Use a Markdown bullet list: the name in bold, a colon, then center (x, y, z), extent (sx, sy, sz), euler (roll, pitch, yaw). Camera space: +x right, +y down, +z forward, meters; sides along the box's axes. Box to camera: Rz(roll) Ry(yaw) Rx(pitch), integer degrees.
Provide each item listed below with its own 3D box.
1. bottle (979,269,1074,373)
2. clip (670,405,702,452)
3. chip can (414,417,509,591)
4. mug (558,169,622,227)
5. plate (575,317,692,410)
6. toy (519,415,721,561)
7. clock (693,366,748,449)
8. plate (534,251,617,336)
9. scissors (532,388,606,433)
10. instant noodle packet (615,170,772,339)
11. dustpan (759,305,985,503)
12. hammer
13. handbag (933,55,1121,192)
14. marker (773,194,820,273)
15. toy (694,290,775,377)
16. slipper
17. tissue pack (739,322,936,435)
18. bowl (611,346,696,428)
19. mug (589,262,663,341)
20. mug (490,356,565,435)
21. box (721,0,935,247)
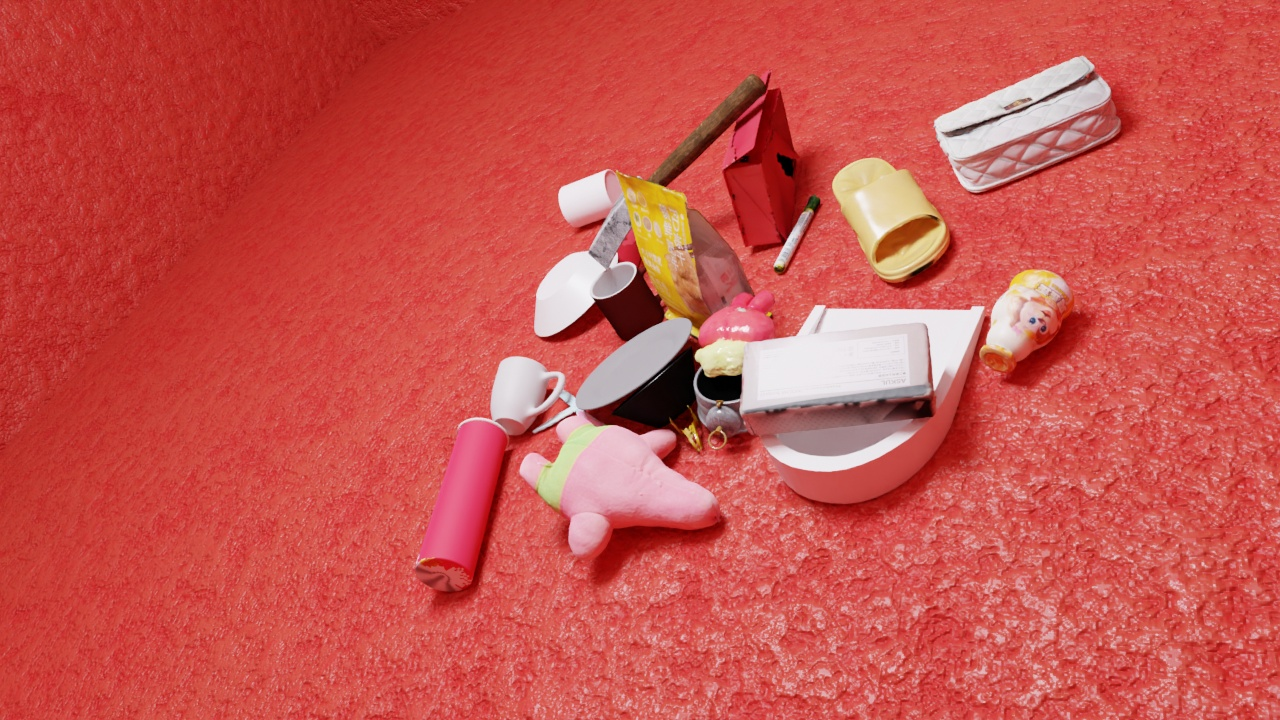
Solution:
- **bottle**: center (0.374, -0.037, 0.896), extent (0.063, 0.063, 0.108), euler (17, 59, 49)
- **clip**: center (0.055, 0.080, 1.044), extent (0.048, 0.054, 0.046), euler (10, 74, 18)
- **chip can**: center (-0.217, 0.173, 1.132), extent (0.069, 0.069, 0.220), euler (-19, 38, 22)
- **mug**: center (-0.075, -0.280, 1.572), extent (0.091, 0.074, 0.110), euler (-15, 13, 26)
- **plate**: center (-0.007, 0.007, 1.157), extent (0.178, 0.012, 0.178), euler (-33, 18, 12)
- **toy**: center (-0.016, 0.134, 1.000), extent (0.237, 0.097, 0.191), euler (16, 49, 32)
- **clock**: center (0.106, 0.043, 1.030), extent (0.104, 0.056, 0.147), euler (0, 42, 28)
- **plate**: center (-0.111, -0.116, 1.387), extent (0.174, 0.036, 0.173), euler (-36, 28, 22)
- **scissors**: center (-0.068, 0.062, 1.191), extent (0.170, 0.013, 0.175), euler (-29, 34, 8)
- **instant noodle packet**: center (0.055, -0.134, 1.142), extent (0.084, 0.222, 0.163), euler (-38, 35, -10)
- **dustpan**: center (0.223, 0.024, 0.941), extent (0.192, 0.053, 0.257), euler (3, 50, 36)
- **hammer**: center (0.052, -0.265, 1.255), extent (0.301, 0.037, 0.217), euler (-40, 17, 35)
- **handbag**: center (0.467, -0.294, 1.121), extent (0.195, 0.072, 0.138), euler (-21, 36, 18)
- **marker**: center (0.211, -0.171, 1.236), extent (0.017, 0.017, 0.146), euler (0, 47, 40)
- **toy**: center (0.110, -0.032, 1.038), extent (0.092, 0.045, 0.134), euler (-2, 43, 30)
- **slipper**: center (0.301, -0.196, 1.139), extent (0.099, 0.078, 0.263), euler (-25, 35, 10)
- **tissue pack**: center (0.194, 0.019, 0.898), extent (0.182, 0.071, 0.103), euler (-11, 48, 23)
- **bowl**: center (0.030, 0.043, 1.080), extent (0.124, 0.052, 0.124), euler (-40, 0, 0)
- **mug**: center (-0.005, -0.090, 1.261), extent (0.105, 0.082, 0.073), euler (-36, 34, -3)
- **mug**: center (-0.150, 0.049, 1.229), extent (0.107, 0.071, 0.089), euler (-10, 50, 26)
- **box**: center (0.239, -0.330, 1.203), extent (0.376, 0.148, 0.212), euler (-40, 23, 41)
